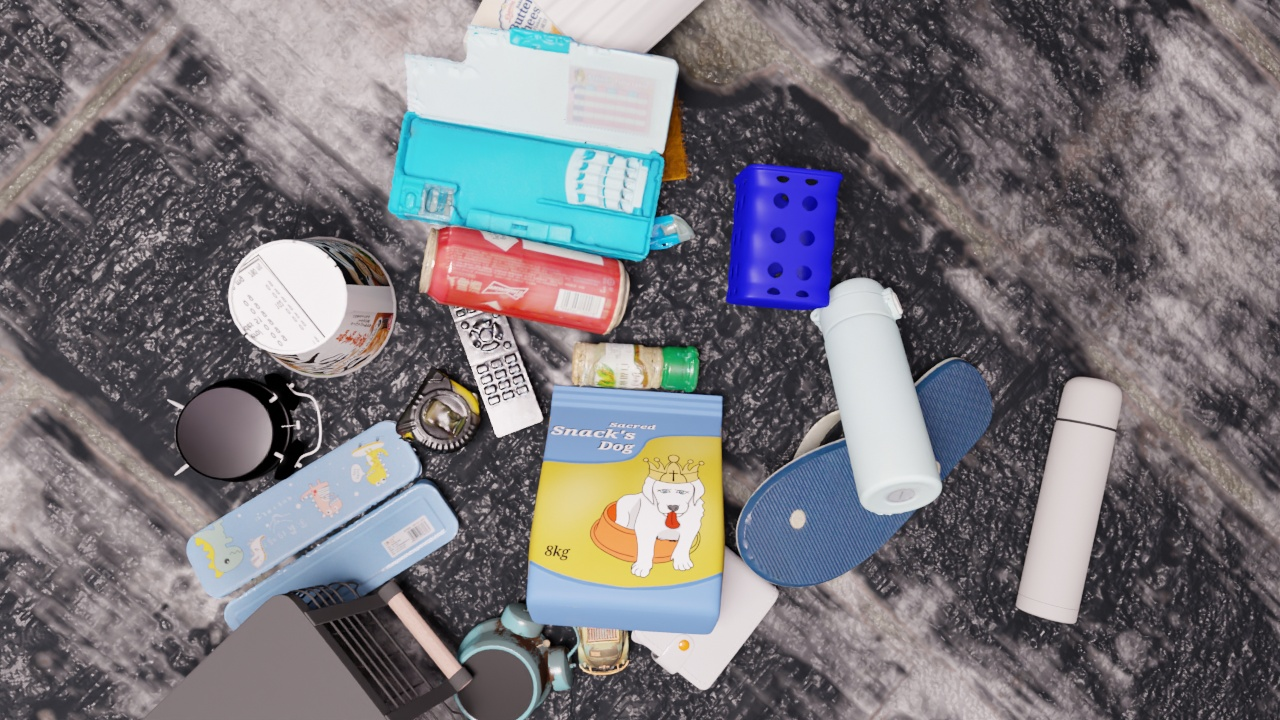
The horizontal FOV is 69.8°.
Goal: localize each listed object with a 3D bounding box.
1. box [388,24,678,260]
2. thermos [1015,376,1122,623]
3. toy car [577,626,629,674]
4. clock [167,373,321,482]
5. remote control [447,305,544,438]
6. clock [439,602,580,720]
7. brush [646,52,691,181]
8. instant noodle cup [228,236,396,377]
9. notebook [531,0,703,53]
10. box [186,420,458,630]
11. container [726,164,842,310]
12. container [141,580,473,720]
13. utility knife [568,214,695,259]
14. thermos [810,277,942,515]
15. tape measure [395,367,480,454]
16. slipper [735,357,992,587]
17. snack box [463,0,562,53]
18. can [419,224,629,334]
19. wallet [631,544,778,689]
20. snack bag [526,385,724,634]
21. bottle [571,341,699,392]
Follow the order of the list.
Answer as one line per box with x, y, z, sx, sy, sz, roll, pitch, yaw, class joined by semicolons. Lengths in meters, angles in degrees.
-0.091;-0.187;0.781;0.227;0.071;0.182;10;111;-1;box
0.400;0.127;0.853;0.052;0.052;0.224;13;89;-6;thermos
-0.034;0.224;0.807;0.047;0.047;0.112;-4;89;-6;toy car
-0.332;0.058;0.776;0.120;0.042;0.091;-5;90;-6;clock
-0.131;-0.009;0.810;0.047;0.022;0.150;-19;90;-6;remote control
-0.108;0.263;0.792;0.124;0.053;0.090;-38;92;7;clock
0.013;-0.225;0.827;0.048;0.017;0.126;-8;91;-6;brush
-0.269;-0.047;0.743;0.123;0.122;0.123;0;90;-7;instant noodle cup
-0.045;-0.356;0.766;0.142;0.009;0.210;-43;94;-4;notebook
-0.272;0.152;0.788;0.209;0.034;0.127;-32;94;-7;box
0.123;-0.104;0.806;0.084;0.085;0.113;5;91;-6;container
-0.270;0.300;0.715;0.241;0.130;0.163;-44;78;1;container
-0.036;-0.098;0.824;0.174;0.015;0.031;-18;87;-5;utility knife
0.199;0.023;0.779;0.078;0.065;0.206;-24;51;26;thermos
-0.171;0.050;0.792;0.062;0.038;0.067;33;74;-11;tape measure
0.202;0.100;0.831;0.294;0.060;0.118;-34;99;-18;slipper
-0.061;-0.334;0.799;0.104;0.057;0.208;26;87;-5;snack box
-0.097;-0.068;0.776;0.170;0.067;0.067;10;89;-17;can
0.044;0.216;0.822;0.115;0.037;0.118;40;82;-5;wallet
-0.008;0.118;0.778;0.159;0.102;0.204;4;63;0;snack bag
-0.005;0.005;0.813;0.111;0.043;0.043;3;90;-6;bottle
